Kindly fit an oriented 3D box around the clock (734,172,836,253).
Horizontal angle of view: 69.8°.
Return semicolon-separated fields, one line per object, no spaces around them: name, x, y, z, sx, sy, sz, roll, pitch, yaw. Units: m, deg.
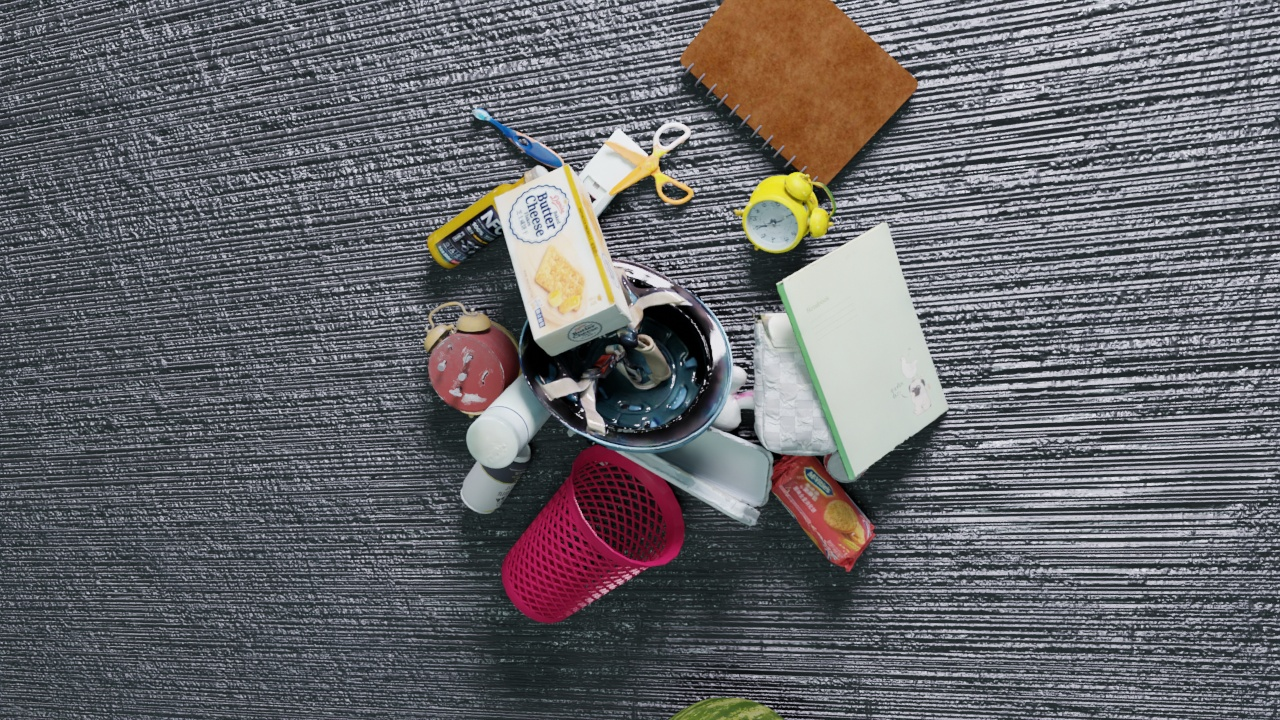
clock;0.173;-0.175;1.072;0.119;0.057;0.083;-17;113;37

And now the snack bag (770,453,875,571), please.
snack bag;0.233;0.187;1.199;0.082;0.082;0.176;-37;97;24

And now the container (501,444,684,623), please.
container;-0.080;0.255;1.267;0.183;0.182;0.226;42;123;-3

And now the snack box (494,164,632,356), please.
snack box;-0.093;-0.120;1.078;0.104;0.057;0.207;-23;65;9

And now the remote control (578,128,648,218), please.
remote control;-0.056;-0.217;1.148;0.049;0.024;0.144;41;115;-3

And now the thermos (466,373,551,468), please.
thermos;-0.146;0.058;1.166;0.068;0.229;0.068;6;112;14

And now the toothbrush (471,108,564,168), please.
toothbrush;-0.154;-0.280;1.155;0.135;0.017;0.022;33;117;2

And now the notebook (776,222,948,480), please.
notebook;0.265;-0.012;1.076;0.010;0.181;0.252;4;120;60

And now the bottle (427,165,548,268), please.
bottle;-0.191;-0.185;1.182;0.186;0.053;0.053;-29;101;23

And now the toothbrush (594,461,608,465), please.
toothbrush;-0.015;0.077;1.257;0.018;0.015;0.182;29;116;-4

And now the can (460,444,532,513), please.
can;-0.210;0.166;1.317;0.064;0.064;0.128;36;115;0

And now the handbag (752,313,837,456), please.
handbag;0.190;0.030;1.115;0.112;0.123;0.171;0;86;1

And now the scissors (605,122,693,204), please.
scissors;0.016;-0.242;1.116;0.125;0.011;0.129;27;108;-9

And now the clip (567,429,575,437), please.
clip;-0.064;0.077;1.263;0.054;0.038;0.102;34;117;15

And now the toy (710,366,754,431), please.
toy;0.104;0.057;1.204;0.126;0.037;0.076;-36;102;30

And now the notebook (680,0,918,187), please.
notebook;0.174;-0.325;1.044;0.225;0.024;0.168;42;114;-3

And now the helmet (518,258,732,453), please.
helmet;-0.007;0.007;1.130;0.266;0.167;0.225;32;82;21

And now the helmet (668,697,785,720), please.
helmet;0.128;0.593;1.294;0.243;0.246;0.213;26;117;52

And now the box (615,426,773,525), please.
box;0.078;0.120;1.200;0.216;0.107;0.109;27;82;27

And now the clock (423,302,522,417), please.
clock;-0.236;-0.003;1.249;0.117;0.081;0.159;-20;104;21

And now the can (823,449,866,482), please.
can;0.259;0.111;1.149;0.054;0.096;0.054;5;112;13
